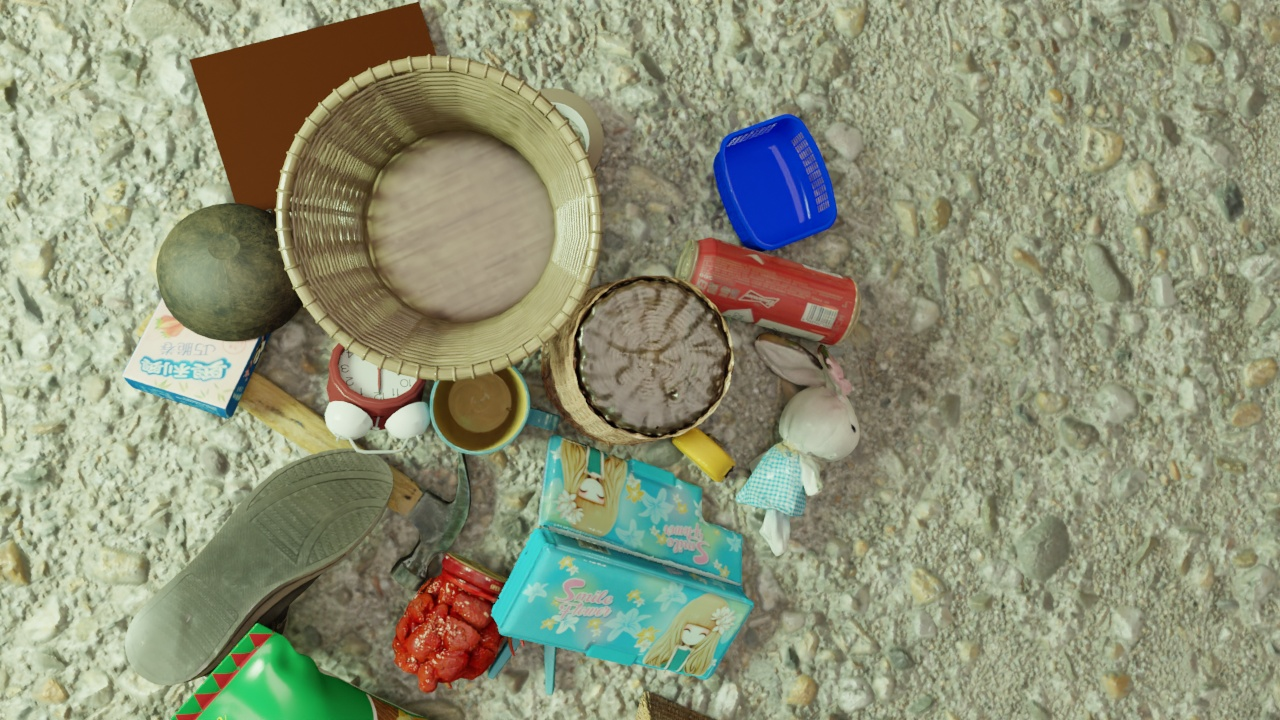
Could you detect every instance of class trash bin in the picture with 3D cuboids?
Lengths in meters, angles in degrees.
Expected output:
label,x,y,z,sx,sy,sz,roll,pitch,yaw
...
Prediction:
label,x,y,z,sx,sy,sz,roll,pitch,yaw
trash bin,-0.005,0.005,0.761,0.151,0.210,0.151,0,91,-7

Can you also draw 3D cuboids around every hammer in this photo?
label,x,y,z,sx,sy,sz,roll,pitch,yaw
hammer,-0.296,0.060,0.819,0.330,0.033,0.132,36,85,-5

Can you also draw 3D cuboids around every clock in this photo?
label,x,y,z,sx,sy,sz,roll,pitch,yaw
clock,-0.228,0.024,0.799,0.087,0.044,0.124,1,58,-20

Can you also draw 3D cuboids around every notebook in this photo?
label,x,y,z,sx,sy,sz,roll,pitch,yaw
notebook,-0.277,-0.218,0.835,0.209,0.022,0.171,-18,89,-8

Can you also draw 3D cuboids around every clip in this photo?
label,x,y,z,sx,sy,sz,roll,pitch,yaw
clip,-0.107,0.236,0.845,0.113,0.028,0.126,27,86,-8

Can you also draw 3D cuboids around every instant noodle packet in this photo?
label,x,y,z,sx,sy,sz,roll,pitch,yaw
instant noodle packet,-0.285,0.347,0.760,0.195,0.090,0.252,-49,126,-7

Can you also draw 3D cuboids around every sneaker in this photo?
label,x,y,z,sx,sy,sz,roll,pitch,yaw
sneaker,-0.303,0.173,0.774,0.095,0.120,0.234,38,71,6

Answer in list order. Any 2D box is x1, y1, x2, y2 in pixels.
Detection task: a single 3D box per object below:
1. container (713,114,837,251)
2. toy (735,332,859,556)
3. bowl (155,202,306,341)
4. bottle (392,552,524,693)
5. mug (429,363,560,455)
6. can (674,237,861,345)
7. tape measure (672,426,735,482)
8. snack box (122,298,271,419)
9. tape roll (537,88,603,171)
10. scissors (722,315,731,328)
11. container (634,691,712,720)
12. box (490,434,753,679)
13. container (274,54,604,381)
label,x,y,z,sx,sy,sz,roll,pitch,yaw
container,0.124,-0.164,0.871,0.096,0.058,0.114,-22,91,-8
toy,0.158,0.086,0.854,0.105,0.131,0.205,10,93,-24
bowl,-0.340,-0.082,0.761,0.121,0.056,0.121,4,70,-12
bottle,-0.158,0.236,0.807,0.099,0.099,0.111,29,78,-6
mug,-0.126,0.041,0.807,0.112,0.104,0.084,16,86,-10
can,0.119,-0.065,0.859,0.170,0.067,0.067,15,86,-12
tape measure,0.059,0.084,0.855,0.068,0.059,0.030,41,84,-4
snack box,-0.365,-0.035,0.789,0.088,0.033,0.154,18,67,-7
tape roll,-0.082,-0.204,0.857,0.093,0.030,0.093,0,88,-8
scissors,0.002,-0.035,0.875,0.175,0.033,0.072,8,91,-11
container,0.068,0.400,0.819,0.198,0.114,0.112,26,89,-5
box,0.000,0.181,0.814,0.227,0.074,0.180,23,79,-28
container,-0.149,-0.109,0.738,0.227,0.196,0.227,-1,97,-6
